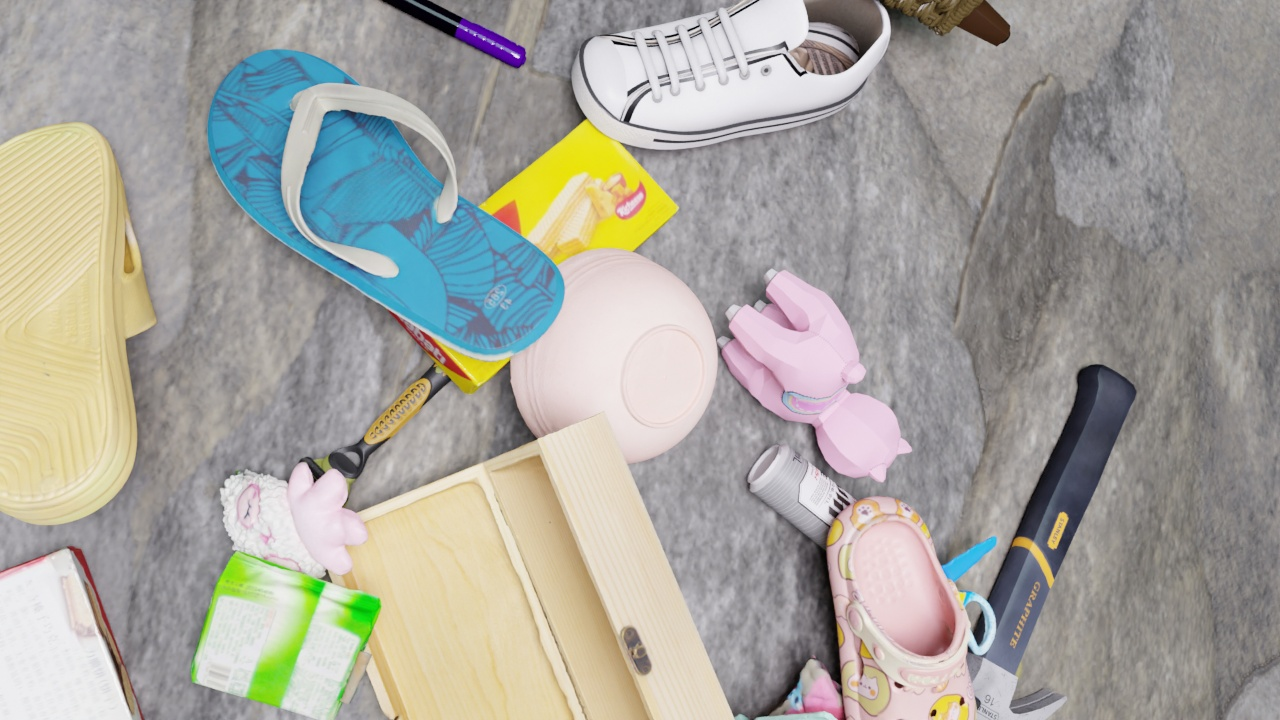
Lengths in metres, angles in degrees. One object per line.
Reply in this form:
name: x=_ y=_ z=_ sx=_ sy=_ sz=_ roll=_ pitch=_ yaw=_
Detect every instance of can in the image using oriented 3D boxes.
can: x=0.131 y=0.108 z=0.676 sx=0.106 sy=0.044 sz=0.044 roll=38 pitch=77 yaw=-7

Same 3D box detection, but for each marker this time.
marker: x=-0.144 y=-0.249 z=0.665 sx=0.134 sy=0.015 sz=0.018 roll=25 pitch=51 yaw=-10

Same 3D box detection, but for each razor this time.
razor: x=-0.168 y=0.040 z=0.624 sx=0.044 sy=0.021 sz=0.144 roll=41 pitch=76 yaw=12

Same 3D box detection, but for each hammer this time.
hammer: x=0.310 y=0.142 z=0.722 sx=0.139 sy=0.035 sz=0.312 roll=31 pitch=78 yaw=-10

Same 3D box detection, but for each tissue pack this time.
tissue pack: x=-0.217 y=0.173 z=0.564 sx=0.099 sy=0.034 sz=0.114 roll=23 pitch=119 yaw=-10

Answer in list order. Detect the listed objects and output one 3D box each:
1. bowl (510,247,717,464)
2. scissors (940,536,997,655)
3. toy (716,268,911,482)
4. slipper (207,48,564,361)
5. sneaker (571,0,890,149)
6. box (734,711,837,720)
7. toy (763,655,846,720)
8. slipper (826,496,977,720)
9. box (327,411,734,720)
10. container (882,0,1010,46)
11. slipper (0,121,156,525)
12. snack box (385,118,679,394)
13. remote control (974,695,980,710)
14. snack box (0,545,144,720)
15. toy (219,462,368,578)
bowl: x=-0.004 y=0.004 z=0.610 sx=0.152 sy=0.076 sz=0.153 roll=-8 pitch=103 yaw=-34
scissors: x=0.216 y=0.164 z=0.668 sx=0.125 sy=0.013 sz=0.127 roll=-30 pitch=98 yaw=-17
toy: x=0.128 y=0.016 z=0.654 sx=0.067 sy=0.123 sz=0.157 roll=-43 pitch=79 yaw=-14
slipper: x=-0.173 y=-0.108 z=0.577 sx=0.295 sy=0.060 sz=0.118 roll=38 pitch=76 yaw=13
sneaker: x=0.075 y=-0.221 z=0.657 sx=0.245 sy=0.097 sz=0.091 roll=-10 pitch=73 yaw=-19
box: x=0.132 y=0.303 z=0.616 sx=0.138 sy=0.055 sz=0.187 roll=-38 pitch=108 yaw=22
toy: x=0.129 y=0.255 z=0.662 sx=0.065 sy=0.050 sz=0.102 roll=-42 pitch=118 yaw=6
slipper: x=0.183 y=0.187 z=0.608 sx=0.093 sy=0.082 sz=0.197 roll=-7 pitch=81 yaw=-15
box: x=-0.061 y=0.180 z=0.569 sx=0.253 sy=0.118 sz=0.247 roll=-23 pitch=87 yaw=26
container: x=0.239 y=-0.404 z=0.655 sx=0.205 sy=0.177 sz=0.320 roll=27 pitch=61 yaw=-14
slipper: x=-0.352 y=-0.023 z=0.556 sx=0.099 sy=0.078 sz=0.263 roll=-14 pitch=66 yaw=-12
snack box: x=-0.075 y=-0.075 z=0.639 sx=0.200 sy=0.042 sz=0.092 roll=-43 pitch=94 yaw=-20
remote control: x=0.188 y=0.290 z=0.664 sx=0.045 sy=0.021 sz=0.140 roll=35 pitch=93 yaw=-14
snack box: x=-0.333 y=0.253 z=0.552 sx=0.076 sy=0.044 sz=0.273 roll=-21 pitch=90 yaw=-20
toy: x=-0.218 y=0.105 z=0.571 sx=0.109 sy=0.041 sz=0.095 roll=-22 pitch=91 yaw=25
